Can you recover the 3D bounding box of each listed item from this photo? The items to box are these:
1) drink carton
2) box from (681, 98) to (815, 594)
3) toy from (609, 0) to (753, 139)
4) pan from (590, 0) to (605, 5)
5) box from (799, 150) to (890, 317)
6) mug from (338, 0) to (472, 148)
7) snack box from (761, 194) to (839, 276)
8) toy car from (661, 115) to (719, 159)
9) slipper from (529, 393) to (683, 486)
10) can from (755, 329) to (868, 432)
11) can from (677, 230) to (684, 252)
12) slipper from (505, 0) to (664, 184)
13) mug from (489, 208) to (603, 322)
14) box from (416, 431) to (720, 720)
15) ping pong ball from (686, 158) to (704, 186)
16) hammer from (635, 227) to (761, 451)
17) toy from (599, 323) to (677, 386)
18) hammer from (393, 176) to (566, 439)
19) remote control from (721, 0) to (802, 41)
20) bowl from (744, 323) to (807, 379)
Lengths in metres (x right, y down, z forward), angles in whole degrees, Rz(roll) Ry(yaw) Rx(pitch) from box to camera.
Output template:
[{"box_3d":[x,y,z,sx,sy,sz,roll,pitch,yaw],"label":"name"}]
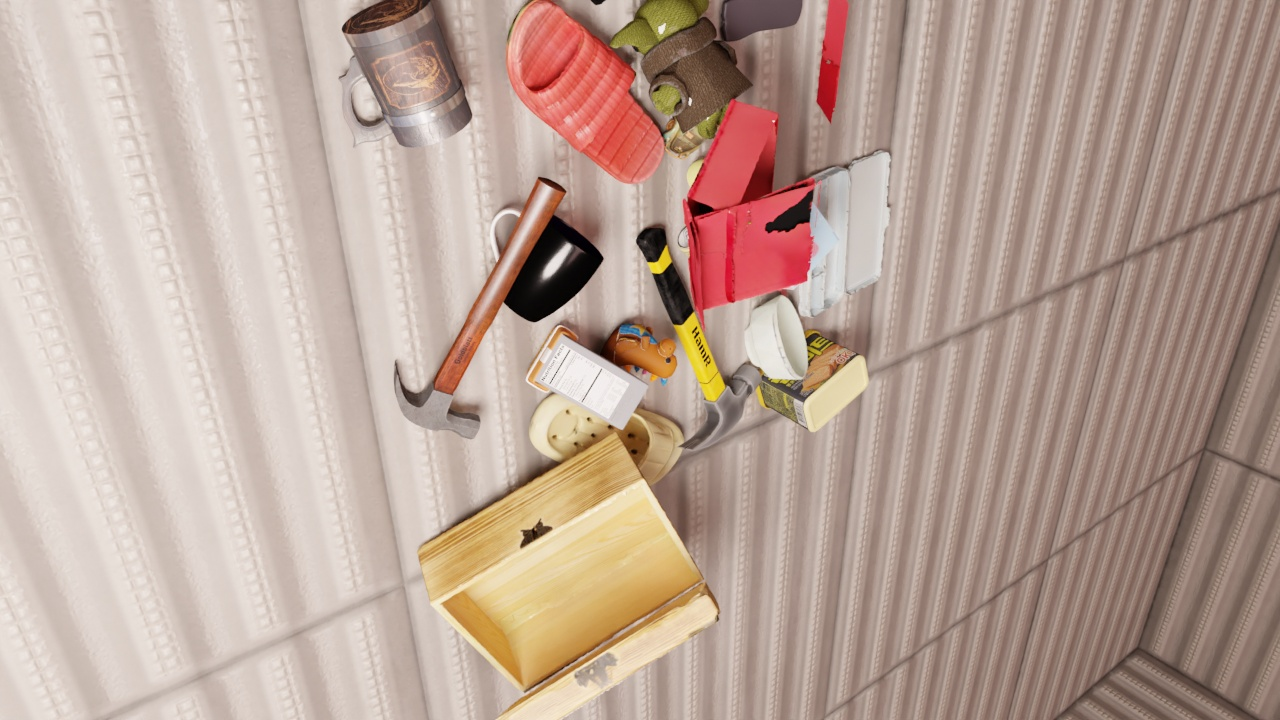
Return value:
[{"box_3d":[-0.062,0.021,1.062,0.125,0.048,0.076,31,90,-18],"label":"drink carton"},{"box_3d":[0.103,-0.017,0.937,0.215,0.138,0.466,78,16,-67],"label":"box"},{"box_3d":[0.049,-0.311,0.967,0.178,0.078,0.153,-44,105,-38],"label":"toy"},{"box_3d":[0.068,-0.476,0.945,0.355,0.044,0.204,-43,133,-14],"label":"pan"},{"box_3d":[0.287,-0.180,1.300,0.189,0.038,0.209,-31,130,-34],"label":"box"},{"box_3d":[-0.220,-0.249,0.812,0.116,0.080,0.107,-18,129,1],"label":"mug"},{"box_3d":[0.178,-0.149,1.160,0.093,0.095,0.079,-46,111,-11],"label":"snack box"},{"box_3d":[0.070,-0.281,1.047,0.047,0.047,0.112,24,95,-41],"label":"toy car"},{"box_3d":[-0.028,0.113,1.155,0.261,0.079,0.111,25,99,-44],"label":"slipper"},{"box_3d":[0.248,0.029,1.323,0.130,0.101,0.072,-38,131,-19],"label":"can"},{"box_3d":[0.082,-0.135,1.141,0.079,0.038,0.038,35,88,-45],"label":"can"},{"box_3d":[-0.044,-0.265,0.953,0.103,0.059,0.248,-54,136,-4],"label":"slipper"},{"box_3d":[-0.115,-0.104,0.974,0.119,0.084,0.100,36,103,-15],"label":"mug"},{"box_3d":[-0.054,0.305,1.066,0.279,0.264,0.270,-32,133,-4],"label":"box"},{"box_3d":[0.075,-0.219,1.090,0.040,0.040,0.040,-19,123,-32],"label":"ping pong ball"},{"box_3d":[0.062,-0.029,1.168,0.169,0.034,0.325,-50,131,-31],"label":"hammer"},{"box_3d":[-0.007,0.006,1.114,0.090,0.070,0.103,29,111,-2],"label":"toy"},{"box_3d":[-0.159,-0.052,0.934,0.111,0.028,0.301,20,114,-29],"label":"hammer"},{"box_3d":[0.142,-0.405,1.068,0.124,0.009,0.046,-24,126,-29],"label":"remote control"},{"box_3d":[0.180,-0.026,1.251,0.117,0.061,0.117,41,42,-51],"label":"bowl"}]
